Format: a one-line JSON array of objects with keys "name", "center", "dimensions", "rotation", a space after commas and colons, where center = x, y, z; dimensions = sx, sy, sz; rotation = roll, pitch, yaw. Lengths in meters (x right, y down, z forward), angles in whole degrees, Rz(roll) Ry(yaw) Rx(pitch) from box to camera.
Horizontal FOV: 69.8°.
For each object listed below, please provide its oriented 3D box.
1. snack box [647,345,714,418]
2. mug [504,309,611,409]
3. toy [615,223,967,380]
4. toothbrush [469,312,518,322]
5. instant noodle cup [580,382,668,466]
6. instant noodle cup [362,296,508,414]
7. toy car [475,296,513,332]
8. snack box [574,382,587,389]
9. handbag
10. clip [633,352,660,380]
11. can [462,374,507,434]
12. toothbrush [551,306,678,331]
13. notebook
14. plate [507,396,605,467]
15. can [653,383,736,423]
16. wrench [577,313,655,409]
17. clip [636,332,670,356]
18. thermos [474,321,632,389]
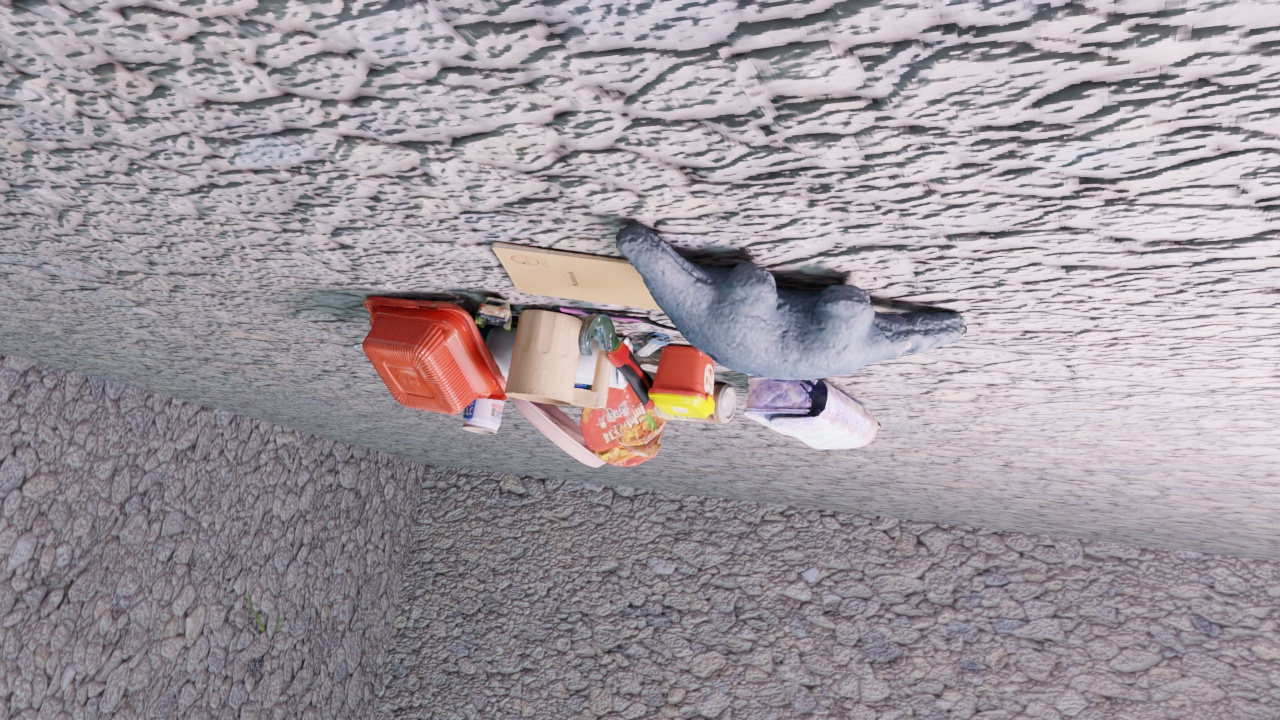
[{"name": "snack box", "center": [0.056, 0.027, 1.191], "dimensions": [0.082, 0.080, 0.091], "rotation": [4, 167, 18]}, {"name": "mug", "center": [-0.096, 0.000, 1.116], "dimensions": [0.124, 0.103, 0.084], "rotation": [8, 172, -1]}, {"name": "toy", "center": [0.132, -0.040, 0.859], "dimensions": [0.356, 0.091, 0.138], "rotation": [11, 140, -15]}, {"name": "toothbrush", "center": [-0.236, -0.056, 1.187], "dimensions": [0.189, 0.014, 0.016], "rotation": [3, 174, 23]}, {"name": "instant noodle cup", "center": [-0.034, 0.097, 1.469], "dimensions": [0.138, 0.138, 0.109], "rotation": [11, 176, -9]}, {"name": "instant noodle cup", "center": [-0.276, -0.001, 1.173], "dimensions": [0.189, 0.078, 0.165], "rotation": [7, 137, 34]}, {"name": "toy car", "center": [-0.173, -0.054, 1.099], "dimensions": [0.042, 0.035, 0.090], "rotation": [12, 174, -5]}, {"name": "snack box", "center": [-0.127, 0.034, 1.475], "dimensions": [0.084, 0.026, 0.157], "rotation": [9, 167, -2]}, {"name": "handbag", "center": [0.238, 0.075, 1.284], "dimensions": [0.134, 0.075, 0.193], "rotation": [-1, 165, 36]}, {"name": "clip", "center": [-0.004, 0.009, 1.265], "dimensions": [0.103, 0.035, 0.092], "rotation": [5, 166, 38]}, {"name": "can", "center": [-0.214, 0.034, 1.292], "dimensions": [0.053, 0.134, 0.053], "rotation": [9, 167, 2]}, {"name": "toothbrush", "center": [-0.014, -0.051, 1.061], "dimensions": [0.189, 0.017, 0.014], "rotation": [9, 167, 16]}, {"name": "notebook", "center": [-0.038, -0.081, 0.947], "dimensions": [0.208, 0.008, 0.148], "rotation": [8, 167, 5]}, {"name": "plate", "center": [-0.145, 0.099, 1.504], "dimensions": [0.229, 0.028, 0.229], "rotation": [40, 179, 0]}, {"name": "can", "center": [0.081, 0.062, 1.378], "dimensions": [0.116, 0.058, 0.058], "rotation": [1, 165, 30]}, {"name": "wrench", "center": [-0.020, 0.006, 1.129], "dimensions": [0.016, 0.056, 0.273], "rotation": [12, 165, 22]}, {"name": "clip", "center": [0.013, -0.021, 1.152], "dimensions": [0.025, 0.031, 0.057], "rotation": [13, 162, -28]}, {"name": "thermos", "center": [-0.126, -0.006, 1.200], "dimensions": [0.224, 0.073, 0.073], "rotation": [6, 167, 15]}]
